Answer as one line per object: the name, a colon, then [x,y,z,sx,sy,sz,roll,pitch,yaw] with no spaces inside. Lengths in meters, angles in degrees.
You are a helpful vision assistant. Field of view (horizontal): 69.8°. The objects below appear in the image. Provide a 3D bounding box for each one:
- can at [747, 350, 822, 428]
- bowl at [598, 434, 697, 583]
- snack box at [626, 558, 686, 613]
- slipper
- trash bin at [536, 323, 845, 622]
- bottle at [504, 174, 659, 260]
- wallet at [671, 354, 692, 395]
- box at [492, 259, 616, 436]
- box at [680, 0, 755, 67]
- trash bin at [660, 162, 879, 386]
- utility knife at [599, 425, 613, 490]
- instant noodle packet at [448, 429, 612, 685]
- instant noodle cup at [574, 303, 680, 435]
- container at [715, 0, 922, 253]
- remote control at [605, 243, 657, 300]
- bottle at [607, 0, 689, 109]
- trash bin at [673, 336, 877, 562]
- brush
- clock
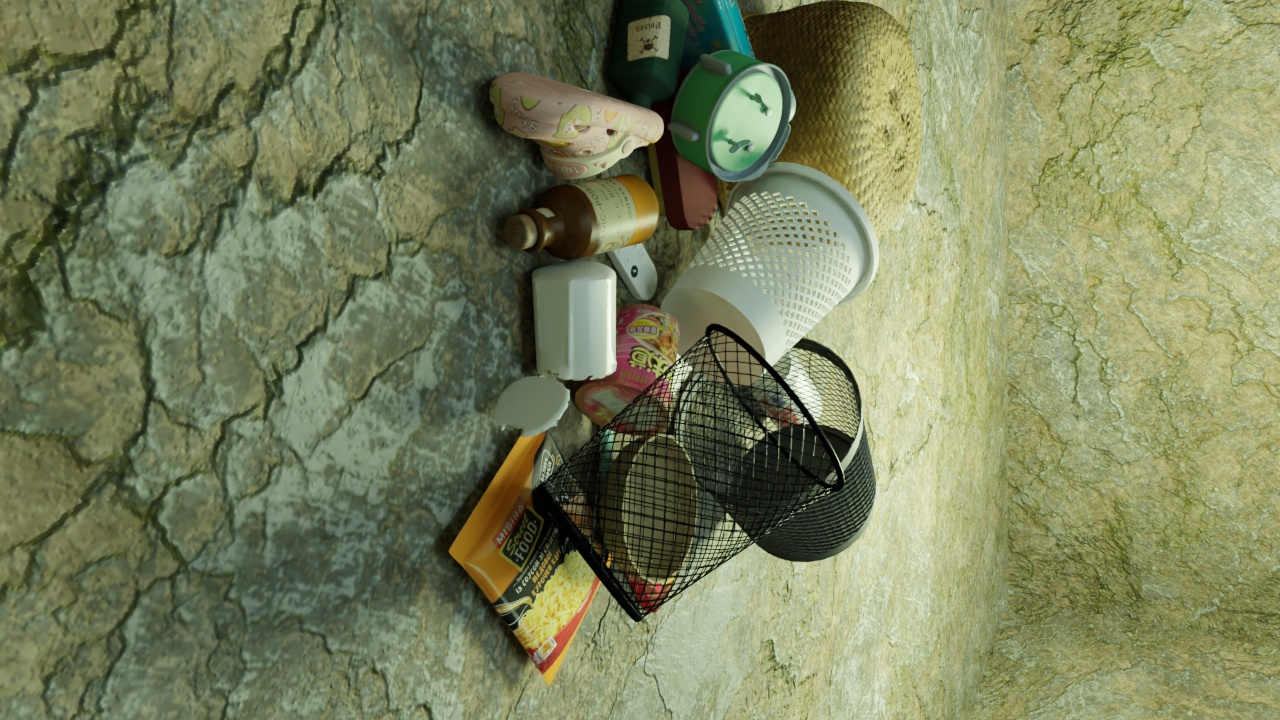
can: [0.198,0.041,1.269,0.136,0.078,0.078,47,55,-51]
bowl: [0.001,0.152,0.952,0.152,0.051,0.152,6,83,-58]
snack box: [0.010,0.210,1.042,0.089,0.021,0.133,-55,137,-39]
slipper: [-0.053,-0.200,0.817,0.196,0.093,0.082,-9,120,-53]
trash bin: [0.035,0.104,0.800,0.210,0.184,0.184,-37,134,-8]
bottle: [-0.056,-0.127,0.833,0.156,0.068,0.068,-21,113,-46]
wallet: [0.048,-0.023,1.070,0.122,0.019,0.072,-53,136,-41]
box: [-0.076,-0.014,0.816,0.141,0.084,0.140,-27,118,-61]
box: [0.072,-0.338,0.989,0.041,0.094,0.227,-63,142,-29]
trash bin: [0.132,-0.085,1.027,0.199,0.196,0.196,-47,133,-32]
utility knife: [-0.034,0.091,0.959,0.022,0.015,0.126,-14,104,-59]
instant noodle packet: [-0.091,0.179,0.861,0.159,0.032,0.221,-61,141,-37]
instant noodle cup: [-0.005,0.005,0.927,0.098,0.098,0.108,57,40,-46]
container: [0.234,-0.290,1.170,0.306,0.197,0.307,-14,107,-55]
remote control: [-0.015,-0.114,0.960,0.136,0.013,0.043,57,48,-46]
bottle: [0.005,-0.297,0.917,0.061,0.061,0.131,21,76,-60]
trash bin: [0.180,0.120,1.133,0.227,0.218,0.217,56,48,-51]
brush: [0.041,-0.230,1.005,0.082,0.042,0.173,-40,127,-49]
clock: [0.109,-0.248,0.957,0.161,0.075,0.122,10,112,-50]
